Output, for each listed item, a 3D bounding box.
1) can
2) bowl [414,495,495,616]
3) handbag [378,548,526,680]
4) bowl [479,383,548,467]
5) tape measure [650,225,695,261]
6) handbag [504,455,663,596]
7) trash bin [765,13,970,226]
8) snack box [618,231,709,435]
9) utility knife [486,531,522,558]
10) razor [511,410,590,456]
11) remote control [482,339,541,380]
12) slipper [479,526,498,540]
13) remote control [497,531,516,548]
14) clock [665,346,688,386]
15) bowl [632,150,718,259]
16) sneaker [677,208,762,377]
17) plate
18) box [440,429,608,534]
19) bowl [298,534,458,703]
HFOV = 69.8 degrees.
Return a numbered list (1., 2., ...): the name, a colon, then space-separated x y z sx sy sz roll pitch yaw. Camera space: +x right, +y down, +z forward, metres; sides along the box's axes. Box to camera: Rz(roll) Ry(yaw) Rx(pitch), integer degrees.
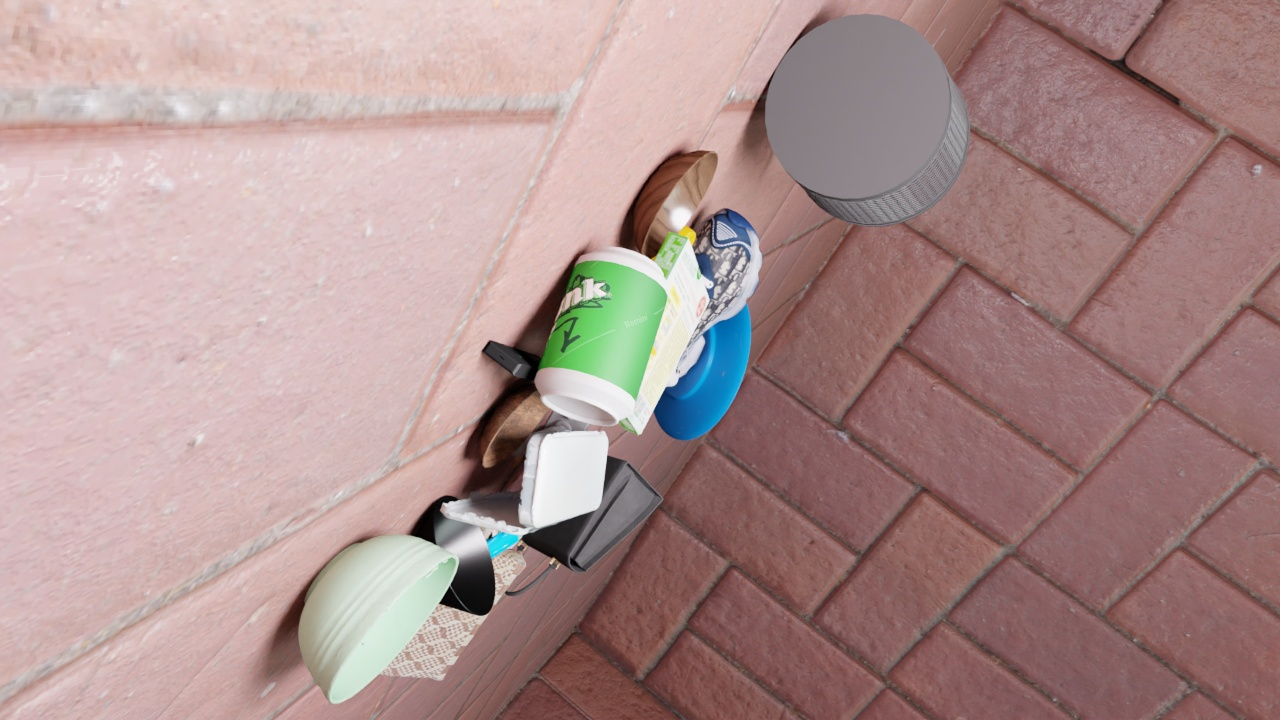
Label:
1. can: -0.032 -0.021 0.792 0.088 0.088 0.139 95 12 -71
2. bowl: -0.197 0.202 0.916 0.052 0.124 0.124 -22 174 9
3. handbag: -0.224 0.276 1.029 0.124 0.047 0.186 29 99 -48
4. bowl: -0.126 0.056 0.893 0.102 0.026 0.114 -54 170 8
5. tape measure: 0.033 -0.123 1.005 0.068 0.030 0.059 -46 168 -46
6. handbag: -0.099 0.206 1.118 0.195 0.072 0.176 -51 -153 -19
7. trash bin: 0.260 -0.269 1.052 0.218 0.218 0.227 -57 165 16
8. snack box: 0.013 -0.023 0.906 0.167 0.027 0.132 -62 158 -15
9. utility knife: -0.211 0.228 0.958 0.219 0.015 0.031 -29 130 -28
10. razor: -0.111 0.088 1.044 0.088 0.047 0.116 -58 161 22
11. remote control: -0.100 0.004 0.815 0.013 0.034 0.150 -54 170 1
12. slipper: -0.213 0.274 1.156 0.114 0.052 0.264 -49 169 -29
13. remote control: -0.166 0.221 1.251 0.114 0.028 0.060 -47 167 -34
14. clock: -0.006 0.006 1.022 0.123 0.094 0.035 -19 142 8
15. bowl: 0.025 -0.153 0.865 0.119 0.032 0.119 -51 169 -14
16. sneaker: 0.042 -0.060 1.100 0.132 0.103 0.270 -31 159 -49
17. plate: 0.068 -0.005 1.229 0.225 0.024 0.224 -35 -132 49
18. box: -0.111 0.117 0.958 0.210 0.129 0.105 22 76 -80
19. bowl: -0.230 0.204 0.772 0.150 0.077 0.151 -51 170 -13
